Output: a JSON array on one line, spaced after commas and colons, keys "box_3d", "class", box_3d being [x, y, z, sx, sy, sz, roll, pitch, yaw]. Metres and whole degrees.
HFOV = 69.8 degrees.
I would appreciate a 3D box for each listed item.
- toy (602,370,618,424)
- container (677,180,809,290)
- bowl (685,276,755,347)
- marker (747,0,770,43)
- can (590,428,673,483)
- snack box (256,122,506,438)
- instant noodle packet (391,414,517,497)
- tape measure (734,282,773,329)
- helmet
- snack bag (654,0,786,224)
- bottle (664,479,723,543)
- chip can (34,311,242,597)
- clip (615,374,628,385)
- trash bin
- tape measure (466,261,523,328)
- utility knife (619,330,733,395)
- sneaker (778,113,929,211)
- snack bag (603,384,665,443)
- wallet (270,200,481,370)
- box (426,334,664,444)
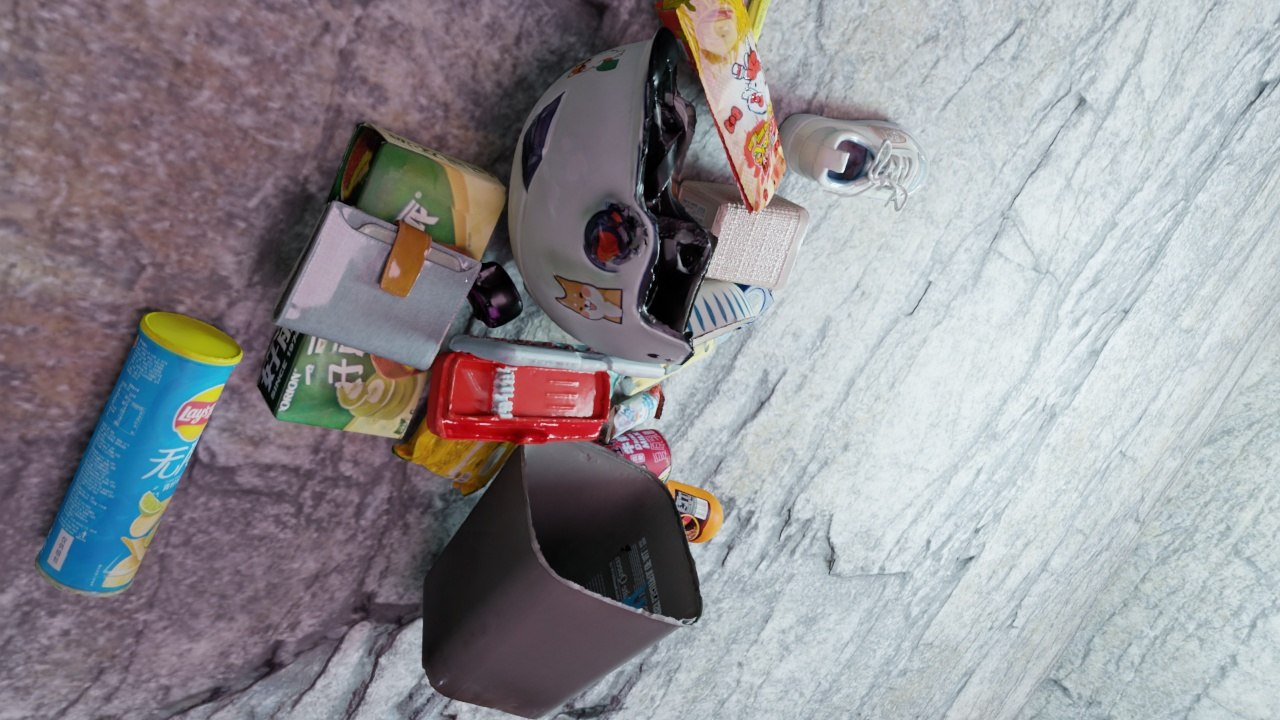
[{"box_3d": [-0.047, 0.030, 0.951, 0.096, 0.030, 0.092, -15, 125, -57], "class": "toy"}, {"box_3d": [0.092, -0.129, 0.927, 0.110, 0.090, 0.090, 3, 115, -37], "class": "container"}, {"box_3d": [0.053, -0.051, 0.943, 0.116, 0.117, 0.066, -19, 85, -29], "class": "bowl"}, {"box_3d": [0.099, -0.290, 0.879, 0.018, 0.015, 0.124, 2, 117, -34], "class": "marker"}, {"box_3d": [-0.020, 0.112, 1.004, 0.093, 0.066, 0.067, -5, 120, -37], "class": "can"}, {"box_3d": [-0.210, -0.058, 0.743, 0.114, 0.063, 0.240, 15, 107, -42], "class": "snack box"}, {"box_3d": [-0.160, 0.063, 0.876, 0.128, 0.044, 0.110, -49, 138, 1], "class": "instant noodle packet"}, {"box_3d": [0.120, -0.069, 1.031, 0.058, 0.025, 0.054, -43, 134, -15], "class": "tape measure"}, {"box_3d": [-0.031, -0.126, 0.765, 0.157, 0.229, 0.274, -3, 129, 14], "class": "helmet"}, {"box_3d": [0.084, -0.241, 0.833, 0.208, 0.073, 0.128, 62, 33, -31], "class": "snack bag"}, {"box_3d": [0.034, 0.170, 1.094, 0.149, 0.067, 0.067, 31, 95, -39], "class": "bottle"}, {"box_3d": [-0.375, 0.071, 0.687, 0.071, 0.071, 0.210, 19, 104, -44], "class": "chip can"}, {"box_3d": [-0.007, 0.005, 0.982, 0.026, 0.037, 0.058, 18, 102, -50], "class": "clip"}, {"box_3d": [-0.088, 0.217, 0.892, 0.198, 0.198, 0.220, 27, 119, -29], "class": "trash bin"}, {"box_3d": [-0.133, -0.057, 0.810, 0.039, 0.057, 0.058, -32, 110, -18], "class": "tape measure"}, {"box_3d": [0.042, -0.003, 1.010, 0.182, 0.019, 0.031, -32, 144, -39], "class": "utility knife"}, {"box_3d": [0.259, -0.215, 1.003, 0.241, 0.091, 0.090, 0, 117, -40], "class": "sneaker"}, {"box_3d": [-0.008, 0.056, 0.993, 0.105, 0.026, 0.045, -23, 135, -53], "class": "snack bag"}, {"box_3d": [-0.193, -0.053, 0.688, 0.129, 0.037, 0.107, 22, 103, -43], "class": "wallet"}, {"box_3d": [-0.077, 0.031, 0.800, 0.200, 0.100, 0.094, 6, 92, -49], "class": "box"}]
